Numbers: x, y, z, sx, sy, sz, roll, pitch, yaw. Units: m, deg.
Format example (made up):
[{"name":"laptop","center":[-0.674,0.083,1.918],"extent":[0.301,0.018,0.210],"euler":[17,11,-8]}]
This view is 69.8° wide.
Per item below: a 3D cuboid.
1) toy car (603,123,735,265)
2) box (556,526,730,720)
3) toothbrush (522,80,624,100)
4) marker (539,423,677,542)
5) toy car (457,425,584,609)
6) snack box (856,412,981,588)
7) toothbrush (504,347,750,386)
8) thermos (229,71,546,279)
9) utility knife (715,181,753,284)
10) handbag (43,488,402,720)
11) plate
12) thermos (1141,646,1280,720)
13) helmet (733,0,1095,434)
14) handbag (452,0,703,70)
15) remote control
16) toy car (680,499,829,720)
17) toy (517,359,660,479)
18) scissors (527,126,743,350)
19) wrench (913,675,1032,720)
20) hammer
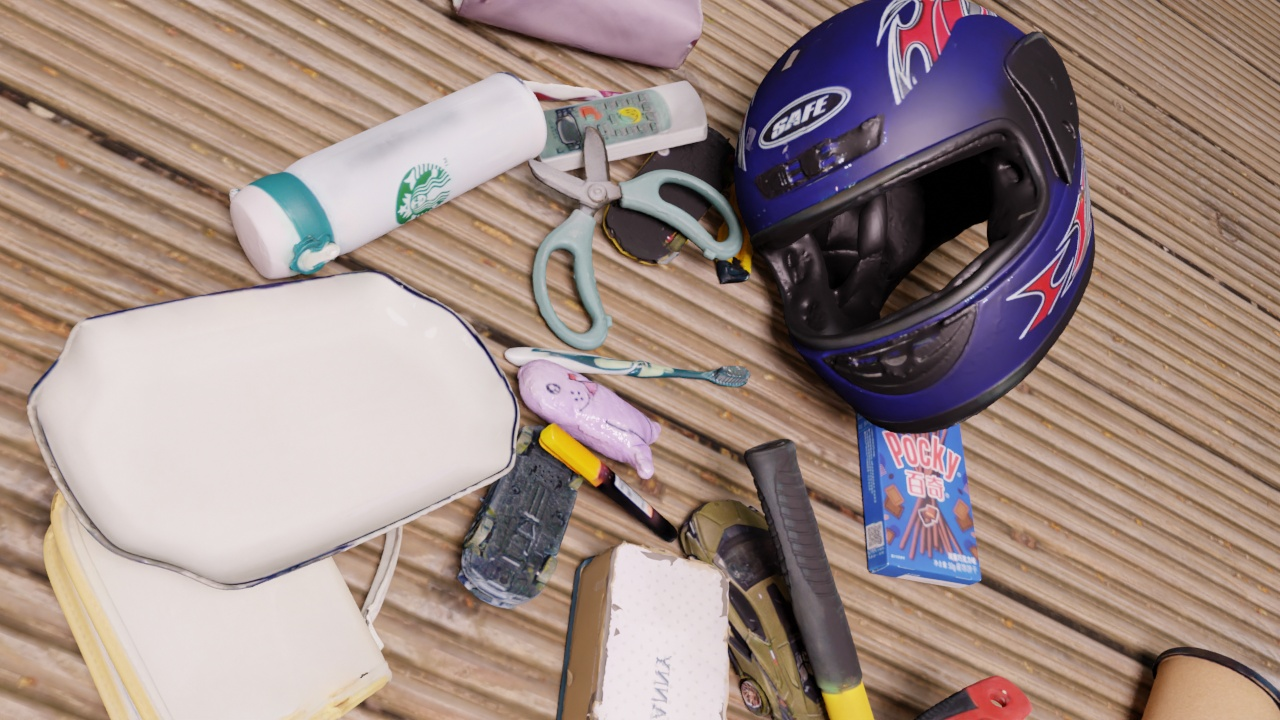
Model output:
[{"name":"toy car","center":[0.025,-0.134,0.728],"extent":[0.071,0.041,0.155],"euler":[37,61,-4]},{"name":"box","center":[0.001,0.191,0.536],"extent":[0.089,0.061,0.183],"euler":[19,56,-18]},{"name":"toothbrush","center":[-0.027,-0.214,0.762],"extent":[0.187,0.016,0.017],"euler":[-3,76,-28]},{"name":"marker","center":[-0.018,0.081,0.589],"extent":[0.124,0.015,0.018],"euler":[43,27,-26]},{"name":"toy car","center":[-0.072,0.093,0.565],"extent":[0.054,0.037,0.120],"euler":[33,45,-14]},{"name":"snack box","center":[0.213,0.092,0.712],"extent":[0.084,0.026,0.156],"euler":[14,59,-19]},{"name":"toothbrush","center":[-0.004,0.004,0.656],"extent":[0.191,0.018,0.016],"euler":[6,62,-24]},{"name":"thermos","center":[-0.162,-0.124,0.613],"extent":[0.073,0.073,0.223],"euler":[49,55,4]},{"name":"utility knife","center":[0.088,-0.146,0.782],"extent":[0.033,0.015,0.202],"euler":[22,56,-18]},{"name":"handbag","center":[-0.196,0.116,0.485],"extent":[0.178,0.063,0.163],"euler":[-21,75,-49]},{"name":"plate","center":[-0.181,0.032,0.501],"extent":[0.162,0.034,0.265],"euler":[53,35,11]},{"name":"thermos","center":[0.409,0.284,0.676],"extent":[0.093,0.093,0.143],"euler":[46,63,2]},{"name":"helmet","center":[0.185,-0.131,0.673],"extent":[0.240,0.248,0.314],"euler":[48,43,-19]},{"name":"handbag","center":[-0.054,-0.324,0.754],"extent":[0.196,0.099,0.144],"euler":[6,61,-25]},{"name":"remote control","center":[-0.017,-0.182,0.710],"extent":[0.135,0.019,0.056],"euler":[-14,58,-6]},{"name":"toy car","center":[0.081,0.163,0.602],"extent":[0.070,0.042,0.158],"euler":[-18,71,-33]},{"name":"toy","center":[-0.035,0.036,0.603],"extent":[0.108,0.039,0.083],"euler":[33,15,-8]},{"name":"scissors","center":[-0.001,-0.089,0.673],"extent":[0.178,0.019,0.170],"euler":[2,78,-14]},{"name":"wrench","center":[0.117,0.238,0.500],"extent":[0.272,0.016,0.056],"euler":[-19,38,-30]},{"name":"hammer","center":[0.121,0.195,0.559],"extent":[0.128,0.033,0.300],"euler":[-18,92,-34]}]
